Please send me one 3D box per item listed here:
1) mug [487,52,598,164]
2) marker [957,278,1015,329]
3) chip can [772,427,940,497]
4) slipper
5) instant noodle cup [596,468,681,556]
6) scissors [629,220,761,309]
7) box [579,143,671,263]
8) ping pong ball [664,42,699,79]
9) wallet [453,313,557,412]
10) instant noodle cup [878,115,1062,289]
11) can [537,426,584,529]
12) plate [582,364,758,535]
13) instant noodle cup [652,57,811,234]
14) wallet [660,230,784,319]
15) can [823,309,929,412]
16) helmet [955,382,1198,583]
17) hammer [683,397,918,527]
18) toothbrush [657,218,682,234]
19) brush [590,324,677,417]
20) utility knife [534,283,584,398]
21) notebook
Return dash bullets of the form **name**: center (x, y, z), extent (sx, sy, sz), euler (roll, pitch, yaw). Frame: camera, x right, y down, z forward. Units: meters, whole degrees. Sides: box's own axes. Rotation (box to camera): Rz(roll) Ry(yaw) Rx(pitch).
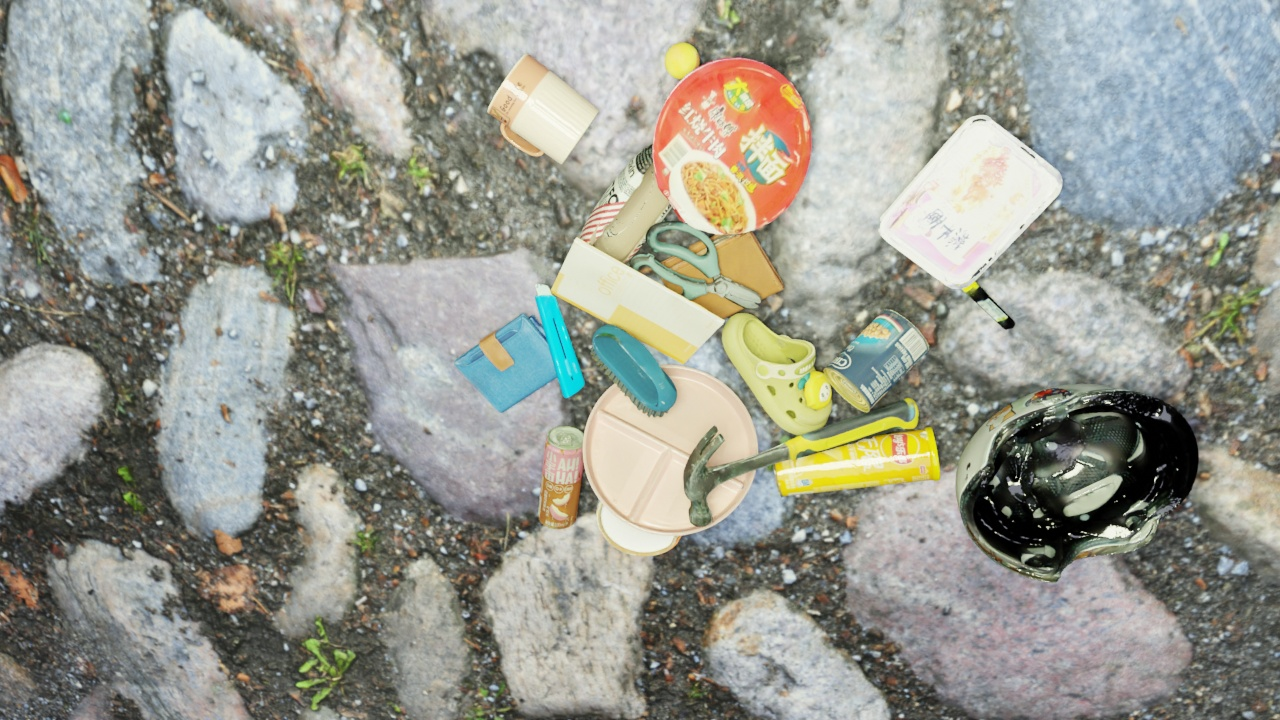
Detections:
- **mug**: center (-0.120, -0.287, 1.088), extent (0.106, 0.081, 0.115), euler (35, 143, -10)
- **marker**: center (0.419, -0.080, 1.133), extent (0.124, 0.015, 0.018), euler (40, 116, -14)
- **chip can**: center (0.288, 0.138, 1.231), extent (0.214, 0.071, 0.072), euler (-9, 114, 14)
- **slipper**: center (0.184, 0.013, 1.167), extent (0.190, 0.091, 0.082), euler (48, 140, -10)
- **instant noodle cup**: center (0.007, 0.193, 1.282), extent (0.151, 0.111, 0.151), euler (4, 117, 7)
- **scissors**: center (0.063, -0.091, 1.149), extent (0.185, 0.019, 0.130), euler (42, 119, -16)
- **box**: center (-0.006, -0.186, 1.124), extent (0.087, 0.076, 0.163), euler (27, 118, -21)
- **ping pong ball**: center (0.047, -0.342, 1.048), extent (0.040, 0.040, 0.040), euler (4, 117, 7)
- **wallet**: center (-0.175, 0.004, 1.261), extent (0.133, 0.040, 0.106), euler (-32, 111, 20)
- **instant noodle cup**: center (0.376, -0.185, 1.062), extent (0.138, 0.060, 0.174), euler (34, 118, -8)
- **can**: center (-0.114, 0.170, 1.320), extent (0.058, 0.057, 0.147), euler (11, 118, 4)
- **plate**: center (0.039, 0.117, 1.208), extent (0.229, 0.229, 0.028), euler (10, 162, 4)
- **instant noodle cup**: center (0.095, -0.244, 1.048), extent (0.193, 0.066, 0.194), euler (-5, 107, -17)
- **wallet**: center (0.100, -0.105, 1.163), extent (0.132, 0.031, 0.108), euler (-27, 113, 20)
- **can**: center (0.293, -0.001, 1.136), extent (0.111, 0.075, 0.075), euler (-44, 104, -5)
- **helmet**: center (0.519, 0.130, 1.142), extent (0.274, 0.156, 0.230), euler (-37, 104, 12)
- **hammer**: center (0.205, 0.107, 1.155), extent (0.323, 0.032, 0.126), euler (-17, 123, -13)
- **toothbrush**: center (0.093, -0.195, 1.129), extent (0.192, 0.016, 0.018), euler (-23, 100, 19)
- **brush**: center (-0.007, 0.007, 1.193), extent (0.144, 0.055, 0.074), euler (47, 152, 15)
- **utility knife**: center (-0.110, -0.028, 1.222), extent (0.034, 0.018, 0.160), euler (-20, 106, -12)
- **notebook**: center (-0.009, -0.071, 1.166), extent (0.206, 0.010, 0.146), euler (29, 153, -6)
